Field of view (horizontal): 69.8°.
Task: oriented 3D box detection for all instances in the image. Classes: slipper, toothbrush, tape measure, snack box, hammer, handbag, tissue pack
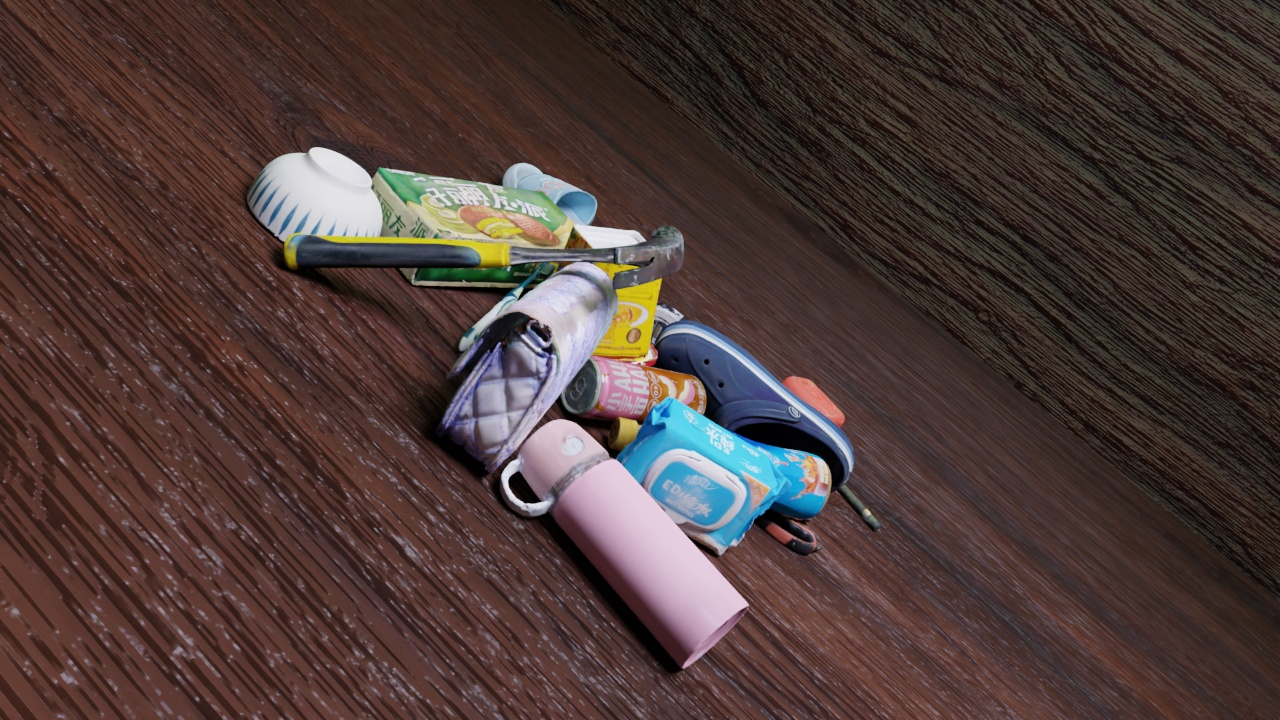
[{"bbox_3d":[0.108,0.065,0.970,0.253,0.105,0.095,36,38,-1],"label":"slipper"},{"bbox_3d":[-0.094,-0.186,1.200,0.245,0.074,0.103,49,24,25],"label":"slipper"},{"bbox_3d":[-0.125,-0.054,0.884,0.018,0.016,0.191,20,35,10],"label":"toothbrush"},{"bbox_3d":[0.228,0.136,1.123,0.017,0.012,0.186,4,38,-46],"label":"toothbrush"},{"bbox_3d":[0.021,-0.033,1.070,0.066,0.066,0.033,40,17,2],"label":"tape measure"},{"bbox_3d":[0.189,0.071,1.102,0.082,0.080,0.091,7,36,-52],"label":"snack box"},{"bbox_3d":[-0.163,-0.132,0.960,0.114,0.063,0.239,46,28,26],"label":"snack box"},{"bbox_3d":[-0.127,-0.087,0.742,0.323,0.032,0.126,1,16,3],"label":"hammer"},{"bbox_3d":[-0.088,-0.003,0.733,0.075,0.134,0.193,37,19,-2],"label":"handbag"},{"bbox_3d":[0.048,0.101,0.793,0.140,0.090,0.063,33,23,-12],"label":"tissue pack"}]

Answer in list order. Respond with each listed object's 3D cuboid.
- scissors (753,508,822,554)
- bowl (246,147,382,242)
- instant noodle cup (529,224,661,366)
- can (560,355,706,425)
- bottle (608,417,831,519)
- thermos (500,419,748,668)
[{"bbox_3d":[0.093,0.119,0.938,0.196,0.015,0.205,8,36,-51],"label":"scissors"},{"bbox_3d":[-0.281,-0.146,0.819,0.116,0.066,0.116,32,21,-14],"label":"bowl"},{"bbox_3d":[-0.037,-0.061,0.911,0.116,0.124,0.116,2,29,-29],"label":"instant noodle cup"},{"bbox_3d":[-0.004,0.033,0.879,0.147,0.058,0.058,11,33,-43],"label":"can"},{"bbox_3d":[0.075,0.097,0.867,0.218,0.065,0.065,17,27,-19],"label":"bottle"},{"bbox_3d":[-0.018,0.132,0.668,0.087,0.067,0.198,-30,66,-36],"label":"thermos"}]
